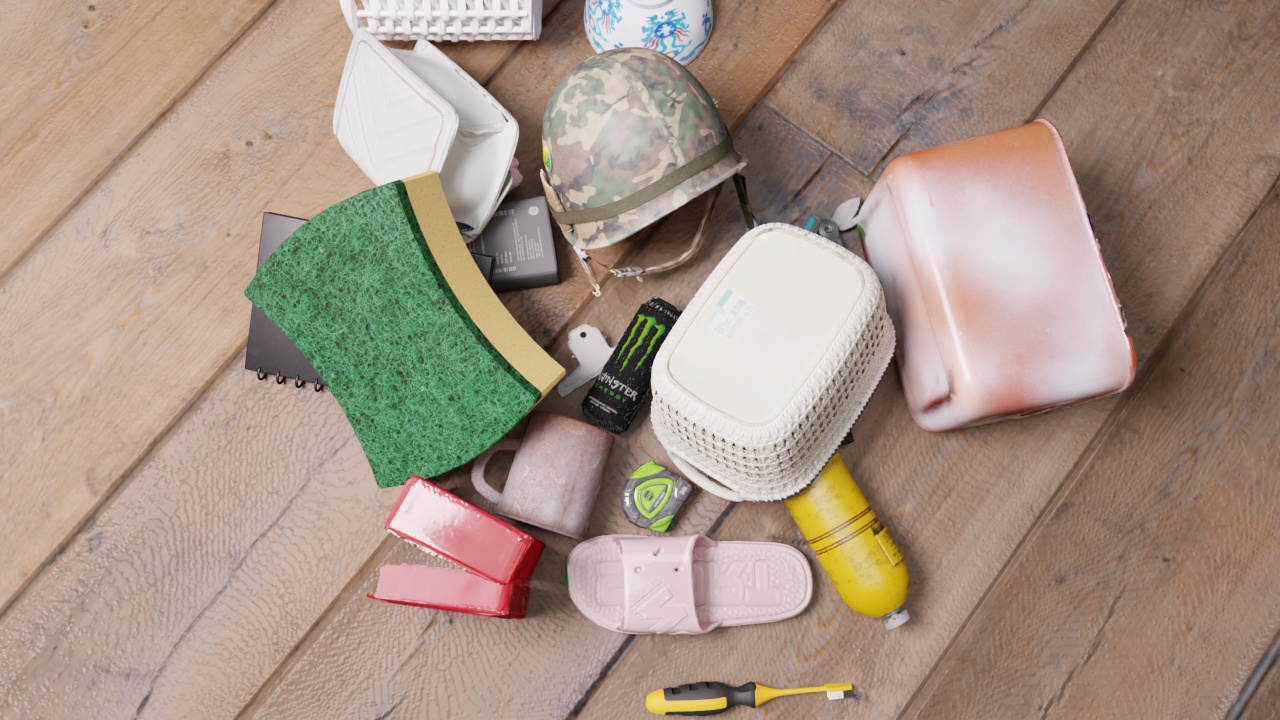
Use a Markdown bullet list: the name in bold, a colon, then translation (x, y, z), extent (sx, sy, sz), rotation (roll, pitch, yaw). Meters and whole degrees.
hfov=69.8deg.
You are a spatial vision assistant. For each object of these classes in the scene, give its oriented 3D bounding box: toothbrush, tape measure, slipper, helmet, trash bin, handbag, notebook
- **toothbrush**: translation (0.103, 0.316, 0.867), extent (0.196, 0.031, 0.031), rotation (-3, 92, -5)
- **tape measure**: translation (0.011, 0.134, 0.900), extent (0.058, 0.036, 0.065), rotation (38, 77, -2)
- **slipper**: translation (0.048, 0.212, 0.869), extent (0.239, 0.064, 0.094), rotation (0, 78, -2)
- **helmet**: translation (0.003, -0.180, 0.888), extent (0.192, 0.224, 0.236), rotation (-32, 105, -12)
- **trash bin**: translation (0.319, -0.072, 0.871), extent (0.157, 0.181, 0.259), rotation (-12, 80, -1)
- **handbag**: translation (-0.214, -0.219, 0.901), extent (0.198, 0.096, 0.142), rotation (46, 125, 28)
- **notebook**: translation (-0.272, -0.042, 0.914), extent (0.231, 0.019, 0.169), rotation (11, 100, 2)

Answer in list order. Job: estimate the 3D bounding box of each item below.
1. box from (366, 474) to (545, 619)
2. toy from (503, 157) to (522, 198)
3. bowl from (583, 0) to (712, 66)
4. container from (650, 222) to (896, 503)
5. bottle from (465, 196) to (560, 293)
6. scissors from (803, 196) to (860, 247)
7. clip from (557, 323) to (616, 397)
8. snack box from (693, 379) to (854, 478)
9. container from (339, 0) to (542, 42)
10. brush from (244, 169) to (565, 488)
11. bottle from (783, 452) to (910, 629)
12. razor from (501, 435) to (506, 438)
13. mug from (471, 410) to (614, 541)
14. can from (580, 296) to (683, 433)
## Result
- **box**: translation (-0.157, 0.172, 0.831), extent (0.135, 0.157, 0.117), rotation (12, 74, 1)
- **toy**: translation (-0.161, -0.196, 0.953), extent (0.099, 0.053, 0.096), rotation (-46, 52, -8)
- **bowl**: translation (0.009, -0.390, 0.988), extent (0.144, 0.074, 0.144), rotation (0, 78, 0)
- **container**: translation (0.118, -0.005, 0.847), extent (0.185, 0.143, 0.251), rotation (30, 75, 24)
- **bottle**: translation (-0.175, -0.110, 0.943), extent (0.174, 0.046, 0.083), rotation (-9, 78, -2)
- **scissors**: translation (0.173, -0.119, 0.961), extent (0.151, 0.019, 0.130), rotation (4, 79, 1)
- **clip**: translation (-0.052, -0.012, 0.939), extent (0.101, 0.040, 0.054), rotation (-32, 100, -7)
- **snack box**: translation (0.130, 0.061, 0.920), extent (0.147, 0.025, 0.080), rotation (-13, 79, -3)
- **container**: translation (-0.200, -0.423, 0.936), extent (0.187, 0.189, 0.189), rotation (-1, 78, -2)
- **brush**: translation (-0.213, -0.024, 0.836), extent (0.195, 0.075, 0.250), rotation (-29, 99, 24)
- **bottle**: translation (0.202, 0.176, 0.873), extent (0.071, 0.071, 0.163), rotation (-29, 80, -6)
- **razor**: translation (-0.178, 0.023, 0.897), extent (0.042, 0.022, 0.144), rotation (-35, 95, 9)
- **mug**: translation (-0.096, 0.105, 0.876), extent (0.123, 0.096, 0.110), rotation (19, 72, -5)
- **can**: translation (-0.005, 0.005, 0.909), extent (0.054, 0.054, 0.137), rotation (31, 87, 6)
